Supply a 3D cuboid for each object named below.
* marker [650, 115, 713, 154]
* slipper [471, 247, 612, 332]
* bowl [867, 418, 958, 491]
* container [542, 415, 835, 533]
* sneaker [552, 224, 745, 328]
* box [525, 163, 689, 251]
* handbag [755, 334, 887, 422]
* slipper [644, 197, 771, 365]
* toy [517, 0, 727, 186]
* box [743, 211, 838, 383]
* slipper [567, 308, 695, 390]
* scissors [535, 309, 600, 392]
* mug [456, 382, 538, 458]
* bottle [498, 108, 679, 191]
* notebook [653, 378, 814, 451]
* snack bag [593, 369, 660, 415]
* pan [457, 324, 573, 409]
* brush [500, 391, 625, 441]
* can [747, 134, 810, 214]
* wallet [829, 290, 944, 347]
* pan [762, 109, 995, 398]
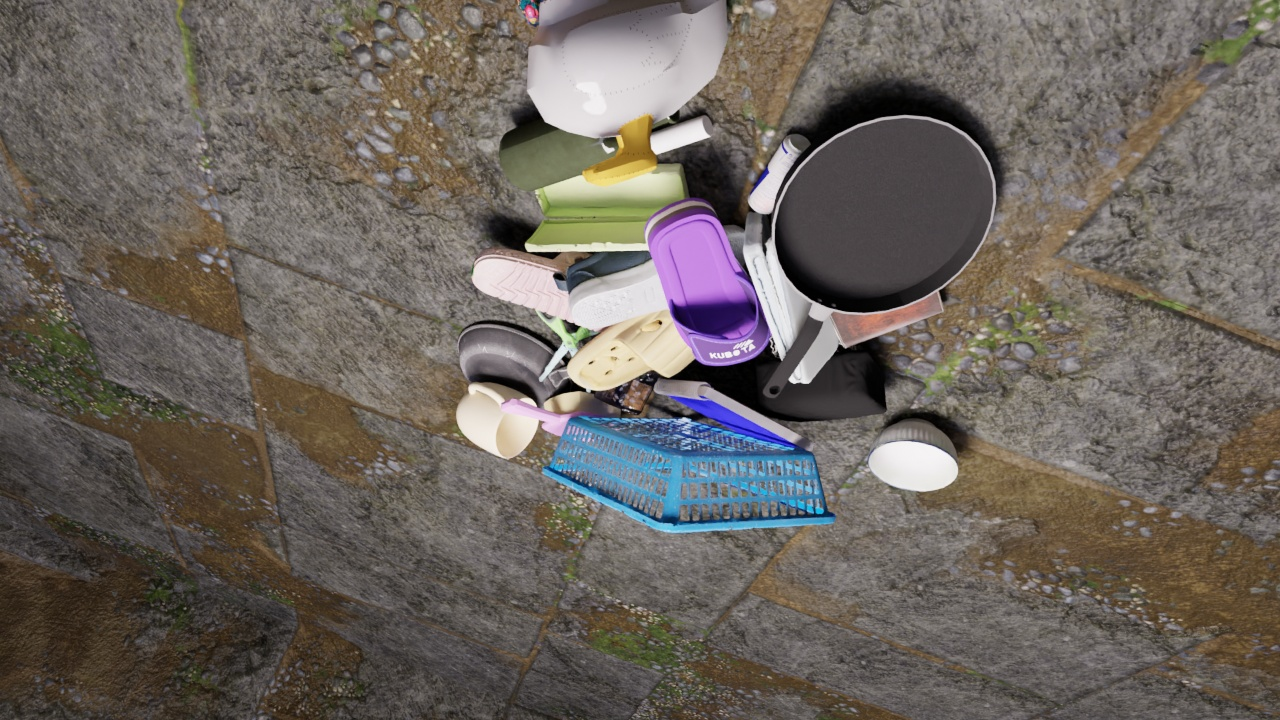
[{"bbox_3d":[0.014,-0.236,0.992,0.133,0.023,0.027,-10,113,33],"label":"marker"},{"bbox_3d":[-0.095,-0.103,1.173,0.239,0.064,0.094,15,141,-17],"label":"slipper"},{"bbox_3d":[0.373,0.120,1.252,0.118,0.062,0.118,12,142,10],"label":"bowl"},{"bbox_3d":[0.054,0.138,1.220,0.256,0.089,0.363,3,-177,-29],"label":"container"},{"bbox_3d":[0.013,-0.115,1.088,0.235,0.087,0.089,-19,145,3],"label":"sneaker"},{"bbox_3d":[-0.040,-0.181,1.050,0.188,0.091,0.083,1,123,18],"label":"box"},{"bbox_3d":[0.237,0.022,1.190,0.154,0.114,0.125,-11,157,29],"label":"handbag"},{"bbox_3d":[0.085,-0.060,1.033,0.107,0.084,0.266,-23,141,7],"label":"slipper"},{"bbox_3d":[-0.041,-0.299,0.842,0.246,0.141,0.267,-13,103,-2],"label":"toy"},{"bbox_3d":[0.159,-0.071,1.063,0.083,0.122,0.216,19,138,41],"label":"box"},{"bbox_3d":[0.017,-0.011,1.185,0.262,0.079,0.111,-28,143,29],"label":"slipper"},{"bbox_3d":[-0.092,-0.027,1.272,0.160,0.024,0.171,-15,119,16],"label":"scissors"},{"bbox_3d":[-0.221,0.075,1.355,0.100,0.096,0.120,22,145,30],"label":"mug"},{"bbox_3d":[-0.054,-0.239,0.978,0.207,0.071,0.071,-10,134,33],"label":"bottle"},{"bbox_3d":[0.119,0.071,1.249,0.171,0.022,0.209,28,173,-13],"label":"notebook"},{"bbox_3d":[-0.007,0.008,1.272,0.074,0.018,0.156,24,124,-3],"label":"snack bag"},{"bbox_3d":[-0.117,0.014,1.350,0.358,0.055,0.187,2,140,28],"label":"pan"},{"bbox_3d":[-0.116,0.074,1.342,0.089,0.043,0.228,-19,155,33],"label":"brush"},{"bbox_3d":[0.148,-0.198,0.974,0.032,0.032,0.095,24,143,-6],"label":"can"},{"bbox_3d":[0.284,-0.061,1.064,0.123,0.019,0.072,-21,134,16],"label":"wallet"},{"bbox_3d":[0.217,-0.098,0.971,0.225,0.034,0.357,17,124,-17],"label":"pan"}]
